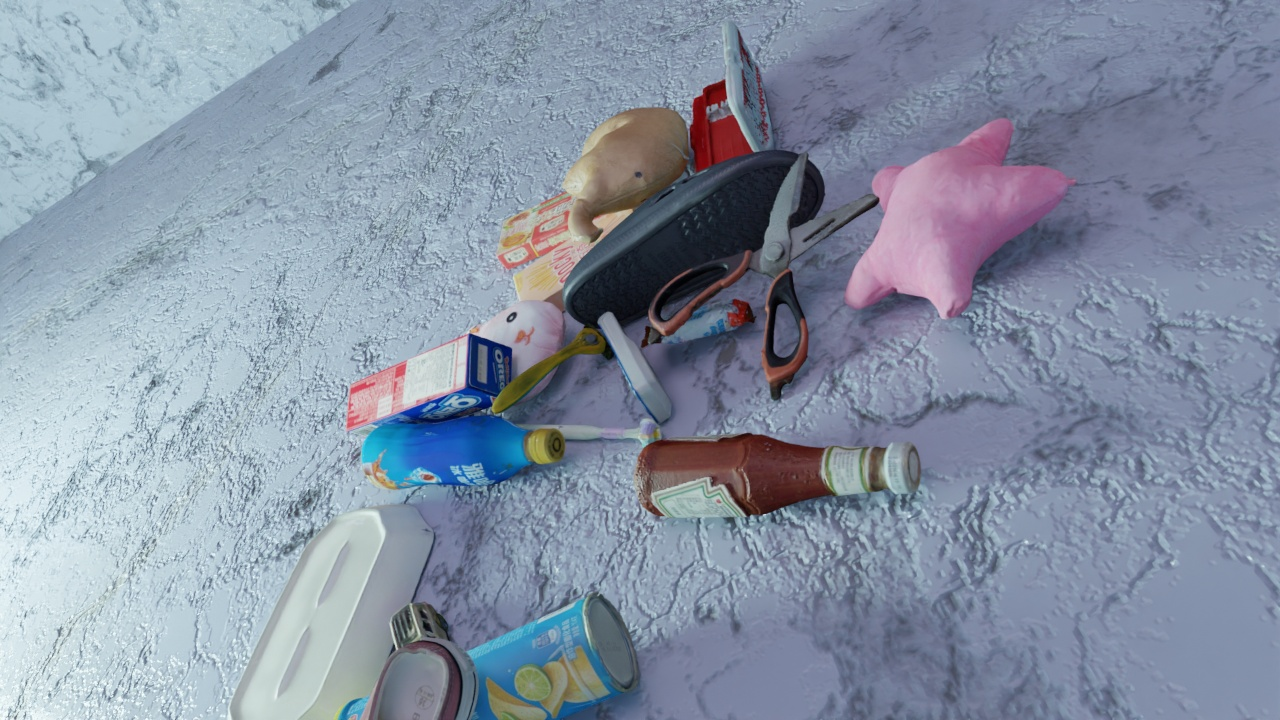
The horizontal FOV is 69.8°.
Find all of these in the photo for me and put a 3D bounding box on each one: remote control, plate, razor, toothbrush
[{"bbox_3d":[-0.005,0.005,0.817,0.024,0.049,0.125,-33,38,2],"label":"remote control"},{"bbox_3d":[-0.279,0.231,0.805,0.162,0.034,0.265,-11,44,30],"label":"plate"},{"bbox_3d":[-0.084,0.009,0.852,0.132,0.028,0.043,-35,66,-27],"label":"razor"},{"bbox_3d":[-0.061,0.065,0.823,0.190,0.029,0.020,-2,7,39],"label":"toothbrush"}]

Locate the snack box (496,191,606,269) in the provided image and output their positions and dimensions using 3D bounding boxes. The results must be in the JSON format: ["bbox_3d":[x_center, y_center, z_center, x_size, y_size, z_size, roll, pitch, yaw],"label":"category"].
[{"bbox_3d":[-0.098,-0.165,1.088,0.153,0.025,0.075,-20,40,20],"label":"snack box"}]

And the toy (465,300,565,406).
[{"bbox_3d":[-0.141,-0.004,0.933,0.160,0.054,0.121,-10,53,40],"label":"toy"}]

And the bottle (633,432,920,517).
[{"bbox_3d":[0.093,0.080,0.653,0.206,0.060,0.059,-7,46,33],"label":"bottle"}]

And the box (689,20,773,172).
[{"bbox_3d":[0.087,-0.277,1.002,0.095,0.100,0.200,-21,39,20],"label":"box"}]

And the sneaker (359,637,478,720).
[{"bbox_3d":[-0.174,0.289,0.562,0.118,0.088,0.241,17,83,22],"label":"sneaker"}]

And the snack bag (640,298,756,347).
[{"bbox_3d":[0.051,-0.033,0.811,0.105,0.026,0.045,-13,26,11],"label":"snack bag"}]

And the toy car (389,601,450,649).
[{"bbox_3d":[-0.172,0.231,0.723,0.042,0.035,0.090,-39,40,-1],"label":"toy car"}]

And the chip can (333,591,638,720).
[{"bbox_3d":[-0.109,0.235,0.638,0.210,0.071,0.071,-27,38,12],"label":"chip can"}]

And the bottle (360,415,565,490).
[{"bbox_3d":[-0.164,0.084,0.845,0.219,0.065,0.065,-8,46,33],"label":"bottle"}]

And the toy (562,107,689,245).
[{"bbox_3d":[-0.015,-0.207,0.993,0.144,0.082,0.225,-17,31,25],"label":"toy"}]

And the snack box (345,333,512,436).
[{"bbox_3d":[-0.211,0.031,0.905,0.208,0.057,0.058,-19,62,40],"label":"snack box"}]

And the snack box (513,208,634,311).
[{"bbox_3d":[-0.063,-0.105,0.997,0.157,0.026,0.084,-32,37,6],"label":"snack box"}]

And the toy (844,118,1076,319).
[{"bbox_3d":[0.244,-0.107,0.713,0.179,0.074,0.194,-15,45,44],"label":"toy"}]

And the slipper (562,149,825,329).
[{"bbox_3d":[0.038,-0.127,0.865,0.269,0.110,0.083,-29,47,18],"label":"slipper"}]

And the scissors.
[{"bbox_3d":[0.100,-0.074,0.772,0.189,0.015,0.224,2,74,24],"label":"scissors"}]
